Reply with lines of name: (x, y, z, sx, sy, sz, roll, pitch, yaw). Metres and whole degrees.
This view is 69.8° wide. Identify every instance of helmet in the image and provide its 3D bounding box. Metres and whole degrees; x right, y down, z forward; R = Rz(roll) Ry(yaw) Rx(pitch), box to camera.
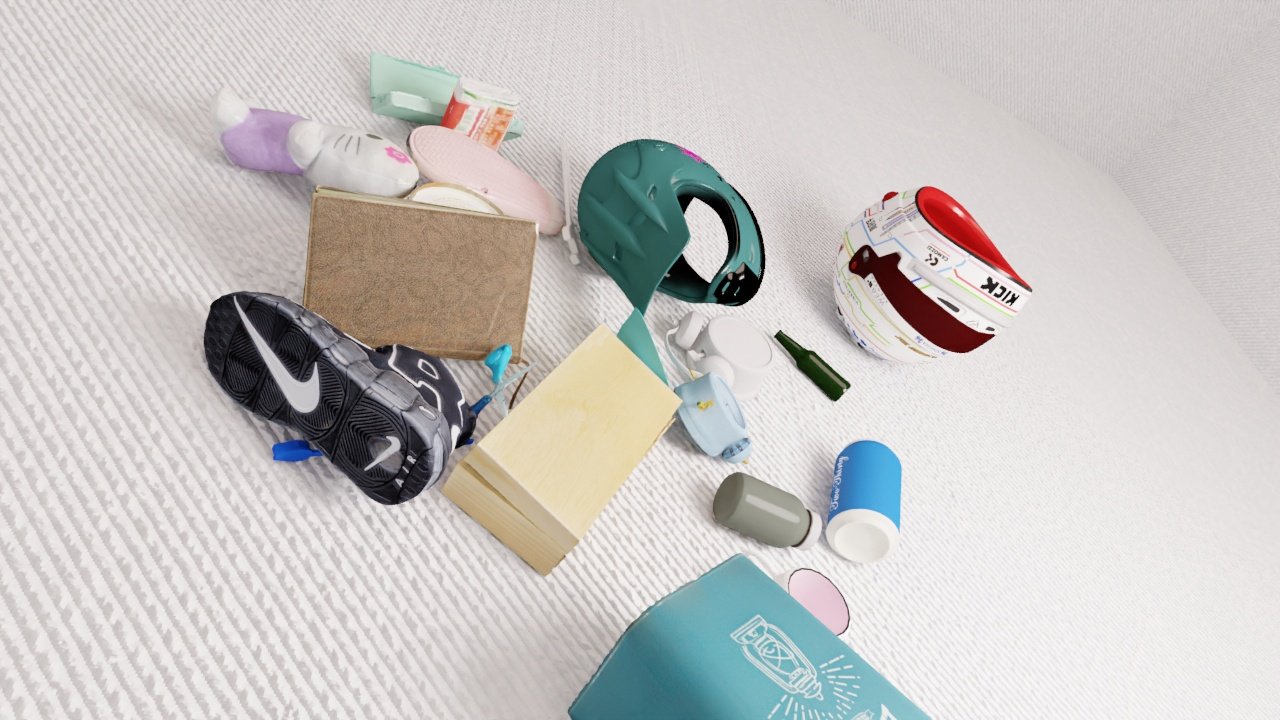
helmet: (0.024, -0.162, 1.126, 0.200, 0.177, 0.274, 10, 35, -35)
helmet: (0.403, -0.108, 1.344, 0.231, 0.237, 0.313, 25, 29, -23)

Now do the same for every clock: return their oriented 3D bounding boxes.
clock: (0.087, 0.066, 1.027, 0.124, 0.052, 0.088, 48, 19, -36)
clock: (0.096, -0.005, 1.129, 0.159, 0.061, 0.119, 1, 48, -33)

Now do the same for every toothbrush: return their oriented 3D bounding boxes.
toothbrush: (-0.227, 0.073, 0.801, 0.186, 0.017, 0.011, 0, 48, -43)

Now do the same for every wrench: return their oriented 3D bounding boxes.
wrench: (-0.096, -0.221, 1.223, 0.272, 0.009, 0.047, -98, 170, -47)

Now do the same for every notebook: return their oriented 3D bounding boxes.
notebook: (-0.205, -0.055, 0.866, 0.215, 0.190, 0.034, 4, 11, -25)

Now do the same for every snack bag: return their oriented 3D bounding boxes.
snack bag: (-0.206, -0.290, 1.137, 0.077, 0.116, 0.036, 8, 45, -31)

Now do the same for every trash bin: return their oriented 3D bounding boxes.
trash bin: (0.082, 0.286, 0.685, 0.218, 0.200, 0.196, 46, 35, 23)

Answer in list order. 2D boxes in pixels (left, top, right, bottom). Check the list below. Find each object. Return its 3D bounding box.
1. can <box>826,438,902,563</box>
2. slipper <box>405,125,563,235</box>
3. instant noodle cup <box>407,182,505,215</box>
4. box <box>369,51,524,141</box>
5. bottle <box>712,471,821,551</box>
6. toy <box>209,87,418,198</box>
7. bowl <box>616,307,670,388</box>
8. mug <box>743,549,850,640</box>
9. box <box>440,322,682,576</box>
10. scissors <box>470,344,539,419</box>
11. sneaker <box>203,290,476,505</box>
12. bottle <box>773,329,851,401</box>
can: (0.260, 0.160, 1.059, 0.079, 0.079, 0.145, 33, 36, -6)
slipper: (-0.185, -0.210, 1.117, 0.221, 0.056, 0.106, 23, 37, -37)
instant noodle cup: (-0.200, -0.112, 0.956, 0.146, 0.098, 0.146, 23, 38, -19)
box: (-0.249, -0.342, 1.187, 0.187, 0.079, 0.112, 7, 68, -36)
bottle: (0.134, 0.162, 0.967, 0.108, 0.060, 0.060, 25, 37, -16)
toy: (-0.335, -0.213, 0.955, 0.209, 0.085, 0.137, 20, 5, -12)
bowl: (-0.006, 0.006, 1.013, 0.046, 0.121, 0.121, -20, 55, -5)
mug: (0.135, 0.235, 0.872, 0.124, 0.076, 0.090, 47, 37, 13)
box: (-0.062, 0.075, 0.878, 0.128, 0.092, 0.248, 36, 36, 5)
scissors: (-0.136, 0.033, 0.834, 0.014, 0.127, 0.127, 38, 6, -29)
sneaker: (-0.241, 0.011, 0.788, 0.252, 0.097, 0.150, 34, 19, 13)
bottle: (0.231, 0.004, 1.251, 0.123, 0.033, 0.032, 44, 36, 10)
